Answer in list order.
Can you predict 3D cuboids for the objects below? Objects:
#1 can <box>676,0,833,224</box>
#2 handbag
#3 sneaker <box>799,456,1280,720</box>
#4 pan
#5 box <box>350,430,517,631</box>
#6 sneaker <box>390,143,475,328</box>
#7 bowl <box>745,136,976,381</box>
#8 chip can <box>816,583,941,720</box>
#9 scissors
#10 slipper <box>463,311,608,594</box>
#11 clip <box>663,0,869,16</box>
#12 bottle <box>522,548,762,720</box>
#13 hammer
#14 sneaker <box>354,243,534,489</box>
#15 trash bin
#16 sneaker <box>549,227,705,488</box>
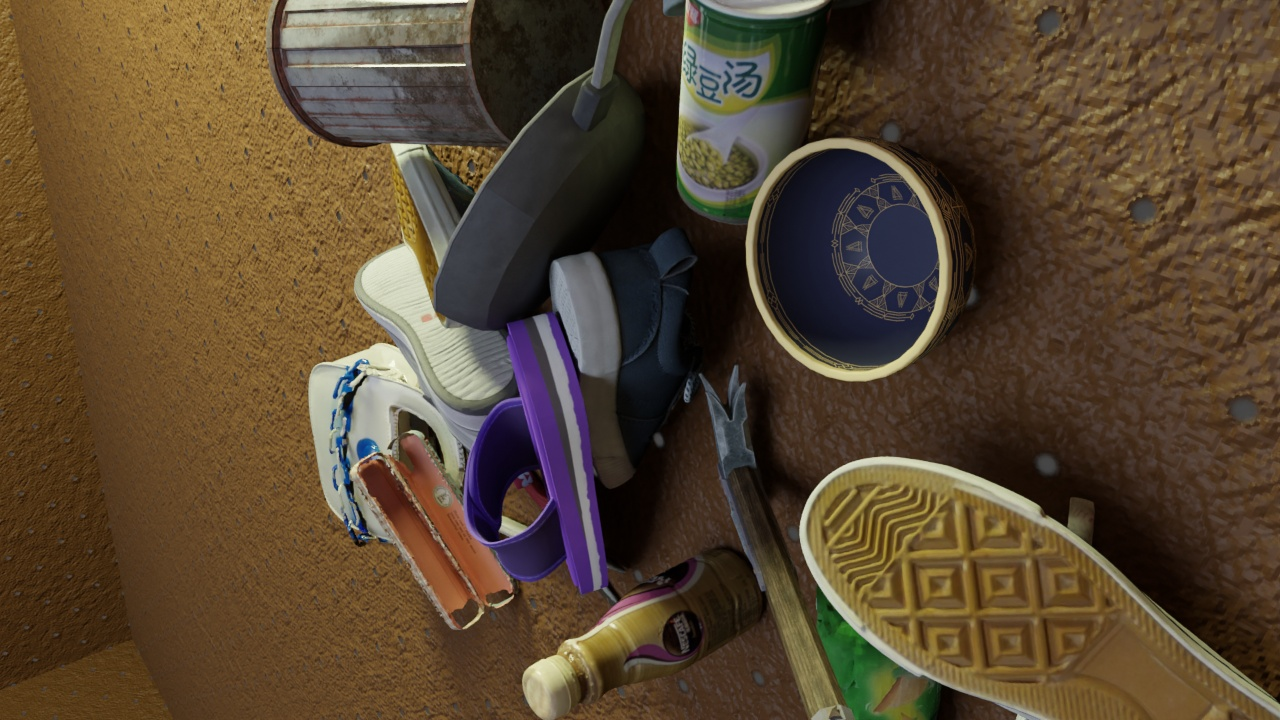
[{"bbox_3d":[0.053,-0.134,0.451,0.067,0.067,0.121,44,151,31],"label":"can"},{"bbox_3d":[-0.245,0.091,0.905,0.200,0.092,0.201,12,113,38],"label":"handbag"},{"bbox_3d":[0.182,0.122,0.403,0.241,0.087,0.118,35,98,13],"label":"sneaker"},{"bbox_3d":[-0.024,-0.131,0.476,0.041,0.178,0.358,36,145,2],"label":"pan"},{"bbox_3d":[-0.187,0.157,0.845,0.187,0.083,0.043,57,151,-4],"label":"box"},{"bbox_3d":[-0.141,-0.111,0.714,0.235,0.079,0.088,-123,30,-46],"label":"sneaker"},{"bbox_3d":[0.113,-0.052,0.440,0.112,0.061,0.112,21,119,44],"label":"bowl"},{"bbox_3d":[0.129,0.208,0.510,0.075,0.075,0.223,20,118,45],"label":"chip can"},{"bbox_3d":[-0.086,0.137,0.785,0.180,0.015,0.193,-34,78,49],"label":"scissors"},{"bbox_3d":[-0.081,0.077,0.612,0.267,0.084,0.107,89,162,-54],"label":"slipper"},{"bbox_3d":[0.073,-0.193,0.463,0.172,0.029,0.141,-9,95,51],"label":"clip"},{"bbox_3d":[0.002,0.172,0.571,0.060,0.165,0.060,22,120,44],"label":"bottle"},{"bbox_3d":[0.078,0.139,0.440,0.316,0.028,0.147,-103,0,-62],"label":"hammer"},{"bbox_3d":[-0.156,-0.005,0.766,0.263,0.096,0.129,47,157,41],"label":"sneaker"},{"bbox_3d":[-0.140,-0.204,0.607,0.211,0.130,0.131,13,114,35],"label":"trash bin"},{"bbox_3d":[-0.004,0.003,0.583,0.236,0.087,0.089,92,160,-61],"label":"sneaker"}]
